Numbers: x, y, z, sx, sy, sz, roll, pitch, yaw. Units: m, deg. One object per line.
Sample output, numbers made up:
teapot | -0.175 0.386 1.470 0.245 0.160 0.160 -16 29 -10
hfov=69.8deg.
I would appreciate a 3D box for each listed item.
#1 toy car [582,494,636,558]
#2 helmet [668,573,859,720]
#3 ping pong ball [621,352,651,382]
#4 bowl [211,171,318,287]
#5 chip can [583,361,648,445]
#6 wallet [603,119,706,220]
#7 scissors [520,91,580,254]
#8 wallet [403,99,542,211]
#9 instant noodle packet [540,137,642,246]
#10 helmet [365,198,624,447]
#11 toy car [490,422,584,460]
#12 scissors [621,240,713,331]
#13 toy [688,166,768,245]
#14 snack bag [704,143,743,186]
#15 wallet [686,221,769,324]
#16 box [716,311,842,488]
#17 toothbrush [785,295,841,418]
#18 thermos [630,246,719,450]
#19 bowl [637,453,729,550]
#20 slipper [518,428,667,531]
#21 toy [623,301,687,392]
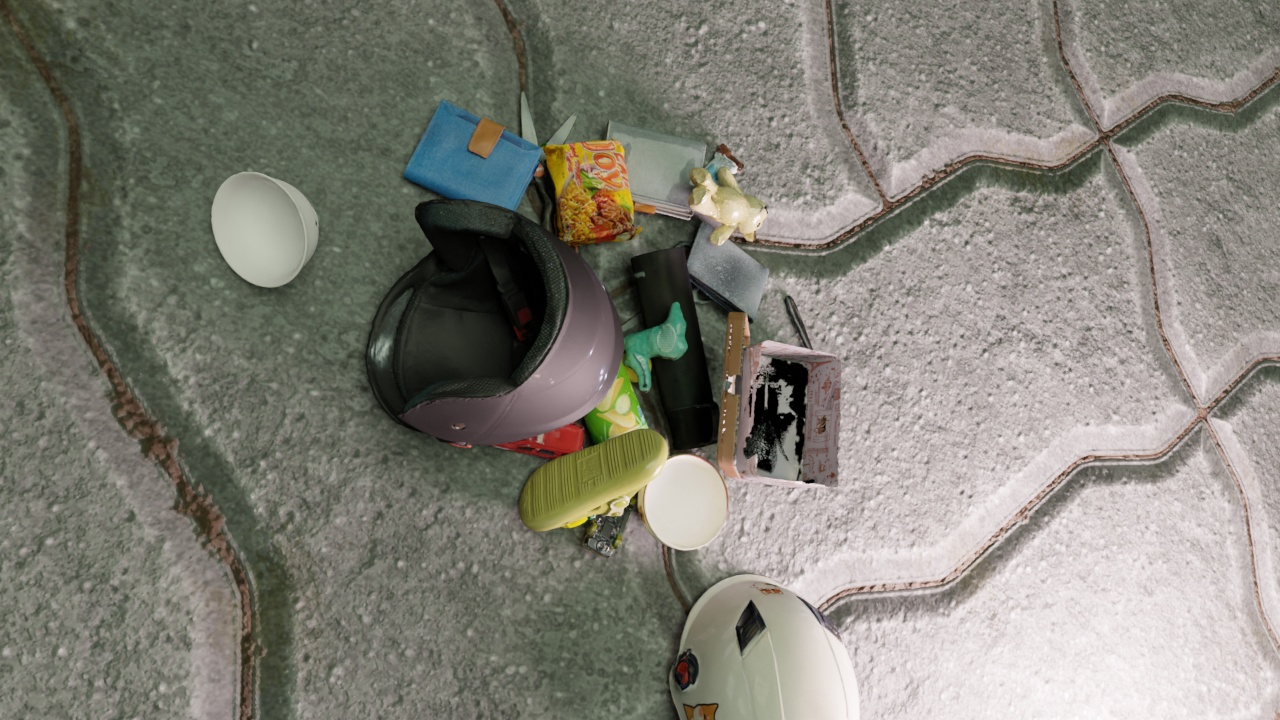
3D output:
toy car | -0.038 0.185 1.083 0.042 0.035 0.090 31 65 -19
helmet | 0.164 0.395 1.074 0.229 0.157 0.274 4 80 -24
ping pong ball | -0.007 0.007 1.120 0.040 0.040 0.040 4 80 -24
bowl | -0.376 -0.140 0.956 0.118 0.118 0.064 60 26 -5
chip can | -0.054 0.012 1.081 0.072 0.073 0.221 -22 92 -25
wallet | 0.012 -0.239 1.166 0.129 0.037 0.106 11 85 -12
scissors | -0.135 -0.210 1.106 0.224 0.022 0.221 -28 94 -25
wallet | -0.192 -0.229 1.065 0.133 0.040 0.106 25 76 -7
instant noodle packet | -0.058 -0.205 1.104 0.110 0.044 0.128 -9 85 -23
helmet | -0.155 -0.024 0.956 0.230 0.275 0.233 23 62 -47
toy car | -0.121 0.084 1.057 0.120 0.045 0.053 13 76 -20
scissors | 0.038 -0.077 1.169 0.165 0.014 0.163 6 80 -22
toy | 0.108 -0.201 1.165 0.157 0.066 0.105 14 73 -54
snack bag | 0.094 -0.243 1.212 0.045 0.026 0.105 44 66 -4
wallet | 0.111 -0.115 1.190 0.121 0.019 0.097 35 51 -18
box | 0.148 0.058 1.125 0.272 0.130 0.179 20 71 -51
toothbrush | 0.232 -0.004 1.244 0.015 0.018 0.181 -20 88 -34
thermos | 0.052 -0.015 1.117 0.068 0.090 0.242 -14 91 -34
bowl | 0.044 0.170 1.107 0.113 0.062 0.113 3 81 -22
slipper | -0.045 0.146 1.024 0.081 0.191 0.091 53 19 -31
toy | 0.016 -0.013 1.080 0.030 0.092 0.096 14 64 -57
